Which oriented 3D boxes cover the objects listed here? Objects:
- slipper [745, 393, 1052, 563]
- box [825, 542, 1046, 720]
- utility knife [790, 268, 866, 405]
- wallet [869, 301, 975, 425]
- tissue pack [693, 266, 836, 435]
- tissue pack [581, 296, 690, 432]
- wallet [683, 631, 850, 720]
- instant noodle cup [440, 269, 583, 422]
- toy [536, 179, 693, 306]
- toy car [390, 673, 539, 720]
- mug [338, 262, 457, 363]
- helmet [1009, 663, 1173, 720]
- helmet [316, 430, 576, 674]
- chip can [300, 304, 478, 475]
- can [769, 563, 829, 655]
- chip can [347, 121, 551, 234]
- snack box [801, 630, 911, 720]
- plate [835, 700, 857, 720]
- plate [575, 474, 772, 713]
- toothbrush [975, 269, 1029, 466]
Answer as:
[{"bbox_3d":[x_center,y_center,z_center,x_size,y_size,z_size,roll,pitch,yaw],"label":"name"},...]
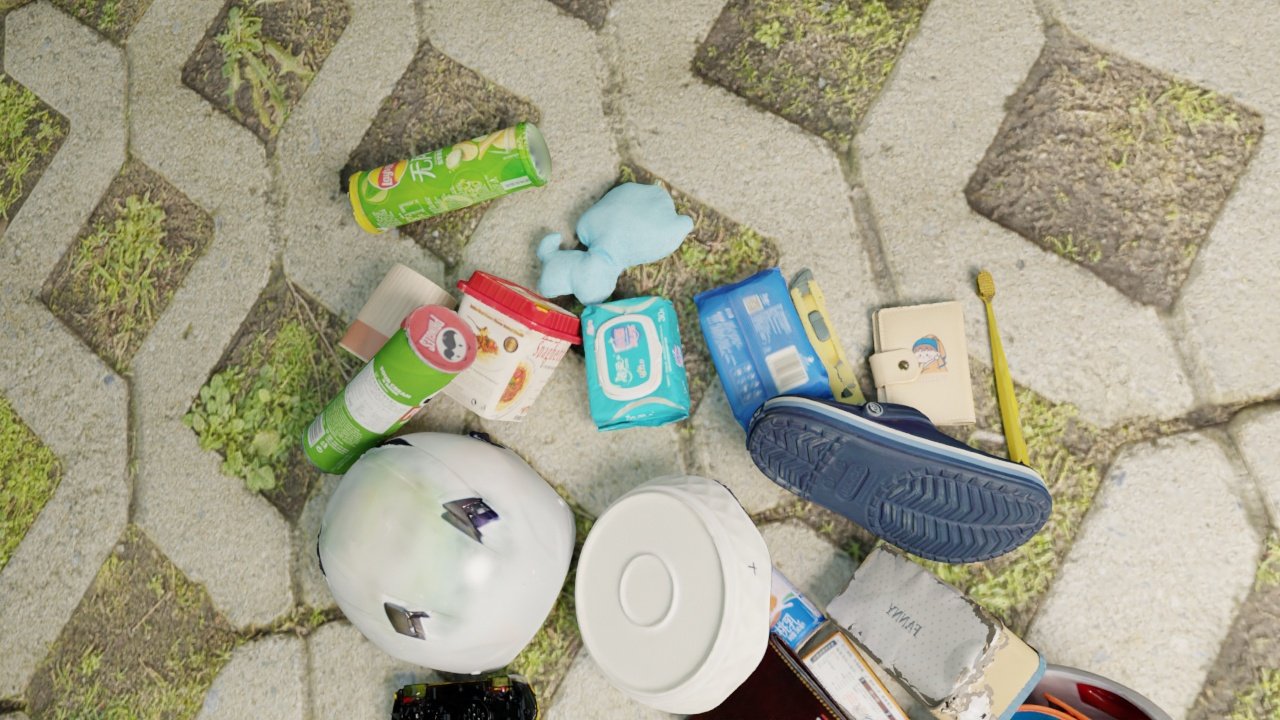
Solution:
[{"bbox_3d":[0.216,0.091,0.791,0.253,0.105,0.095,18,38,7],"label":"slipper"},{"bbox_3d":[0.219,0.212,0.717,0.062,0.184,0.090,41,89,-18],"label":"box"},{"bbox_3d":[0.180,-0.012,0.873,0.031,0.018,0.167,-25,73,15],"label":"utility knife"},{"bbox_3d":[0.254,0.004,0.838,0.087,0.024,0.115,-6,74,16],"label":"wallet"},{"bbox_3d":[0.115,-0.008,0.868,0.095,0.052,0.157,-23,69,7],"label":"tissue pack"},{"bbox_3d":[-0.005,0.005,0.900,0.093,0.050,0.133,-12,71,12],"label":"tissue pack"},{"bbox_3d":[0.102,0.298,0.752,0.096,0.020,0.122,48,111,26],"label":"wallet"},{"bbox_3d":[-0.136,-0.010,0.918,0.117,0.116,0.124,28,96,22],"label":"instant noodle cup"},{"bbox_3d":[-0.028,-0.125,0.946,0.161,0.050,0.156,14,77,23],"label":"toy"},{"bbox_3d":[-0.164,0.333,0.855,0.156,0.041,0.071,-12,71,15],"label":"toy car"},{"bbox_3d":[-0.264,-0.043,0.983,0.115,0.081,0.105,23,78,51],"label":"mug"},{"bbox_3d":[0.303,0.350,0.642,0.207,0.144,0.239,10,63,52],"label":"helmet"},{"bbox_3d":[-0.203,0.169,0.860,0.259,0.146,0.229,30,84,22],"label":"helmet"},{"bbox_3d":[-0.251,0.034,0.895,0.237,0.072,0.072,-37,63,38],"label":"chip can"},{"bbox_3d":[0.099,0.200,0.810,0.053,0.053,0.134,-47,67,-1],"label":"can"},{"bbox_3d":[-0.207,-0.201,1.010,0.221,0.072,0.072,-13,71,12],"label":"chip can"},{"bbox_3d":[0.187,0.311,0.766,0.075,0.026,0.153,-39,67,3],"label":"snack box"},{"bbox_3d":[0.124,0.353,0.757,0.180,0.024,0.179,-4,82,32],"label":"plate"},{"bbox_3d":[0.018,0.199,0.795,0.205,0.045,0.204,-11,74,40],"label":"plate"},{"bbox_3d":[0.323,0.008,0.819,0.016,0.016,0.190,-9,72,15],"label":"toothbrush"}]
